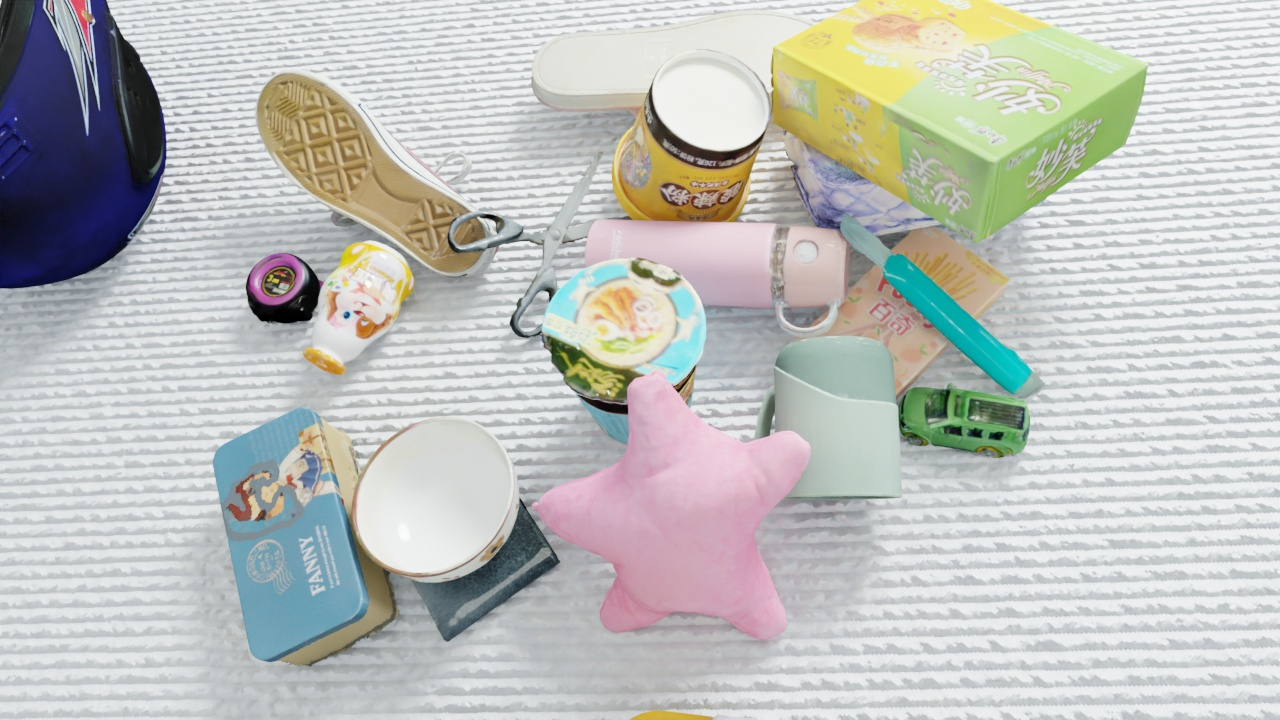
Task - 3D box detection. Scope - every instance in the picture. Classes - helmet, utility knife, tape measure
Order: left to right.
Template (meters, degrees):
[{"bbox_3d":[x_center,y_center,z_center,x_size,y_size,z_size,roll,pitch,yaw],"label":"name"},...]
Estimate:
[{"bbox_3d":[-0.527,-0.212,0.764,0.247,0.240,0.315,-9,72,2],"label":"helmet"},{"bbox_3d":[-0.300,-0.059,0.776,0.057,0.039,0.057,-3,67,5],"label":"tape measure"},{"bbox_3d":[0.219,-0.039,0.673,0.196,0.013,0.029,42,77,-3],"label":"utility knife"}]

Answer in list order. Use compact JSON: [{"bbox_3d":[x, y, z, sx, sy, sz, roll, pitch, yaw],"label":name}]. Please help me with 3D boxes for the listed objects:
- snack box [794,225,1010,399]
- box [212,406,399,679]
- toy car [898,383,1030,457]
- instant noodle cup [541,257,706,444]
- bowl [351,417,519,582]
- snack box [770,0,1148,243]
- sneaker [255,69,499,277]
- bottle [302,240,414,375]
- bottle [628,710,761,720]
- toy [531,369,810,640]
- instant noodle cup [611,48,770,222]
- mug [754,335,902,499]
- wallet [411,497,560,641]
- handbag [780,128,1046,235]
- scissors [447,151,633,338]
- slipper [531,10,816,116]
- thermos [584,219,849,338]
[{"bbox_3d":[0.199,-0.033,0.706,0.157,0.026,0.084,-42,65,-14],"label":"snack box"},{"bbox_3d":[-0.237,0.129,0.652,0.090,0.064,0.184,-28,60,0],"label":"box"},{"bbox_3d":[0.232,0.041,0.659,0.091,0.036,0.043,6,65,14],"label":"toy car"},{"bbox_3d":[-0.004,0.004,0.659,0.111,0.120,0.111,-3,63,6],"label":"instant noodle cup"},{"bbox_3d":[-0.135,0.102,0.638,0.113,0.062,0.113,-4,62,8],"label":"bowl"},{"bbox_3d":[0.220,-0.193,0.665,0.157,0.070,0.210,-32,51,-19],"label":"snack box"},{"bbox_3d":[-0.220,-0.154,0.789,0.241,0.088,0.118,37,95,2],"label":"sneaker"},{"bbox_3d":[-0.231,-0.042,0.744,0.063,0.063,0.108,17,66,15],"label":"bottle"},{"bbox_3d":[0.052,0.250,0.552,0.190,0.068,0.067,4,63,9],"label":"bottle"},{"bbox_3d":[0.015,0.096,0.593,0.178,0.195,0.074,4,23,7],"label":"toy"},{"bbox_3d":[0.044,-0.174,0.734,0.118,0.115,0.118,4,67,-10],"label":"instant noodle cup"},{"bbox_3d":[0.124,0.043,0.638,0.112,0.082,0.106,-12,75,48],"label":"mug"},{"bbox_3d":[-0.129,0.127,0.669,0.097,0.019,0.121,-33,62,-9],"label":"wallet"},{"bbox_3d":[0.220,-0.164,0.739,0.194,0.076,0.134,-8,45,2],"label":"handbag"},{"bbox_3d":[-0.072,-0.098,0.755,0.181,0.014,0.159,-1,87,-22],"label":"scissors"},{"bbox_3d":[0.038,-0.257,0.828,0.274,0.054,0.114,-5,62,1],"label":"slipper"},{"bbox_3d":[0.058,-0.065,0.709,0.199,0.067,0.087,5,76,16],"label":"thermos"}]
